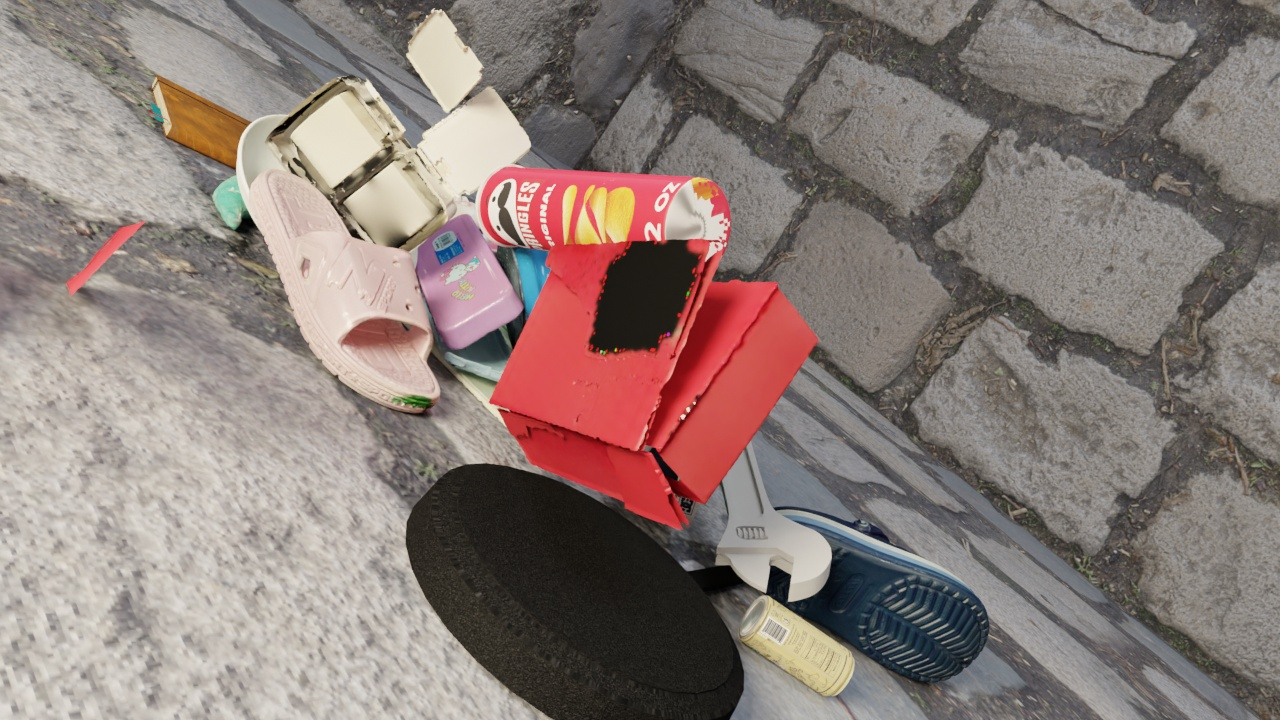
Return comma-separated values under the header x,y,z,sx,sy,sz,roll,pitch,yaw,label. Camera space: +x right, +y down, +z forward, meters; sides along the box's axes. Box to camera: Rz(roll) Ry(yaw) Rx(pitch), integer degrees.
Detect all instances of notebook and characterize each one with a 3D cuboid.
x,y,z,sx,sy,sz,roll,pitch,yaw,label
-0.406,-0.224,0.984,0.249,0.014,0.178,25,16,-42,notebook
-0.129,0.006,0.862,0.252,0.010,0.181,41,13,25,notebook

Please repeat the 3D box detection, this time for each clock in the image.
x,y,z,sx,sy,sz,roll,pitch,yaw,label
-0.095,-0.050,0.854,0.060,0.162,0.116,-11,53,-16,clock

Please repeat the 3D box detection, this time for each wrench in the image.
x,y,z,sx,sy,sz,roll,pitch,yaw,label
0.098,0.106,0.783,0.086,0.018,0.272,1,26,-2,wrench

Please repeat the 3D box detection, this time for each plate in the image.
x,y,z,sx,sy,sz,roll,pitch,yaw,label
-0.278,-0.130,0.807,0.182,0.034,0.182,41,30,-31,plate

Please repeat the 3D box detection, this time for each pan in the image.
x,y,z,sx,sy,sz,roll,pitch,yaw,label
-0.001,0.146,0.609,0.225,0.034,0.355,41,13,28,pan

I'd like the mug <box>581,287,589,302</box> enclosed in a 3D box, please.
x,y,z,sx,sy,sz,roll,pitch,yaw,label
-0.079,-0.040,0.980,0.082,0.082,0.106,39,3,15,mug

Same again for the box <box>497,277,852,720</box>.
x,y,z,sx,sy,sz,roll,pitch,yaw,label
0.052,0.101,0.650,0.214,0.152,0.325,7,-50,58,box

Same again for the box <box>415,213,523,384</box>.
x,y,z,sx,sy,sz,roll,pitch,yaw,label
-0.164,-0.058,0.837,0.077,0.096,0.214,-8,29,-19,box

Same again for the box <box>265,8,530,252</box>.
x,y,z,sx,sy,sz,roll,pitch,yaw,label
-0.190,-0.182,0.763,0.143,0.192,0.068,55,20,-16,box

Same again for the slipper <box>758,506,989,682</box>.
x,y,z,sx,sy,sz,roll,pitch,yaw,label
0.200,0.192,0.813,0.252,0.105,0.095,30,20,-16,slipper

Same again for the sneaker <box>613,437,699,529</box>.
x,y,z,sx,sy,sz,roll,pitch,yaw,label
0.015,0.077,0.833,0.079,0.084,0.235,18,12,-1,sneaker

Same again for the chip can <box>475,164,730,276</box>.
x,y,z,sx,sy,sz,roll,pitch,yaw,label
-0.035,-0.110,0.698,0.221,0.069,0.069,15,-6,45,chip can

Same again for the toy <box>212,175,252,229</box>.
x,y,z,sx,sy,sz,roll,pitch,yaw,label
-0.322,-0.128,0.803,0.105,0.033,0.085,24,29,-48,toy

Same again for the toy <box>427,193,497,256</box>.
x,y,z,sx,sy,sz,roll,pitch,yaw,label
-0.214,-0.151,1.075,0.159,0.084,0.194,9,19,-12,toy

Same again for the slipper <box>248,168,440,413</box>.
x,y,z,sx,sy,sz,roll,pitch,yaw,label
-0.215,-0.067,0.684,0.239,0.064,0.094,54,20,22,slipper

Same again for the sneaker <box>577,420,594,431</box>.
x,y,z,sx,sy,sz,roll,pitch,yaw,label
-0.005,0.005,0.868,0.240,0.118,0.088,-14,83,-67,sneaker

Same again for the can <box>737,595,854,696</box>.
x,y,z,sx,sy,sz,roll,pitch,yaw,label
0.114,0.209,0.671,0.079,0.038,0.038,35,12,-4,can
